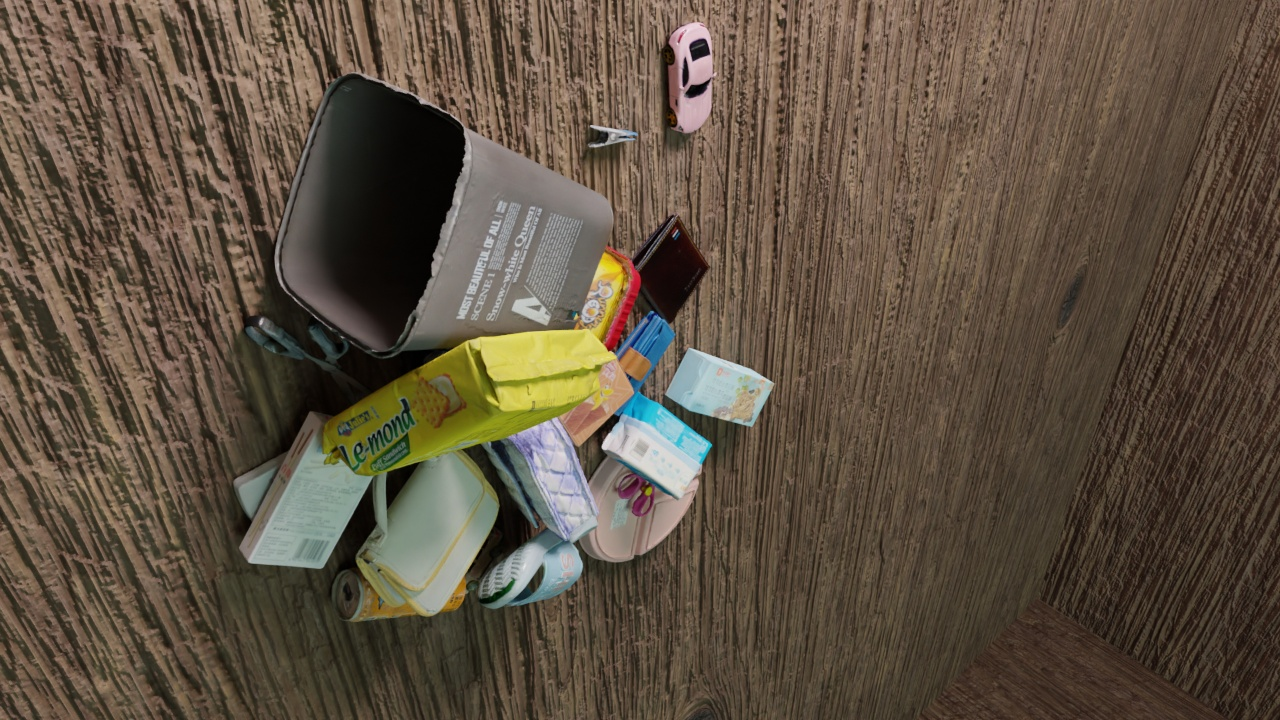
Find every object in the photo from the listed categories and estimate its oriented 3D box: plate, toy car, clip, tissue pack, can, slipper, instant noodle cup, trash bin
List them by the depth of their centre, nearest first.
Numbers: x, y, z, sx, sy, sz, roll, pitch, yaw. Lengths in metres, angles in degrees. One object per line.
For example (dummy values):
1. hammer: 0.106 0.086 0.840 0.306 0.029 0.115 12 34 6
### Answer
1. trash bin: -0.158 -0.111 0.805 0.219 0.199 0.199 6 111 -54
2. instant noodle cup: -0.085 -0.075 0.971 0.123 0.116 0.116 14 105 -38
3. clip: -0.031 -0.238 0.977 0.056 0.024 0.029 -11 120 -37
4. toy car: 0.057 -0.309 1.011 0.056 0.037 0.122 -30 135 -28
5. can: -0.270 0.260 1.038 0.145 0.058 0.058 11 107 -50
6. toy car: -0.202 0.238 1.109 0.035 0.042 0.090 34 88 -40
7. slipper: -0.114 0.249 1.119 0.104 0.074 0.245 -39 174 22
8. tissue pack: 0.022 0.114 1.210 0.140 0.063 0.090 37 76 -23
9. plate: 0.006 0.193 1.308 0.228 0.028 0.230 -26 132 -32

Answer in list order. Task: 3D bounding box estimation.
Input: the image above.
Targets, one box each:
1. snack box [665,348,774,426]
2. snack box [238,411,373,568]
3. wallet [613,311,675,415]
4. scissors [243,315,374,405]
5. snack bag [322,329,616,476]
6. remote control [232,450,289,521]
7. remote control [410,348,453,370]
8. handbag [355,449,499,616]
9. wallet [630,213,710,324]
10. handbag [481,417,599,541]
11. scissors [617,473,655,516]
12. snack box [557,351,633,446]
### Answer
1. snack box: 0.115 0.040 1.298 0.174 0.051 0.074 17 103 -51
2. snack box: -0.314 0.129 0.890 0.084 0.027 0.157 22 99 -51
3. wallet: -0.007 0.007 1.140 0.133 0.040 0.106 -56 166 -2
4. scissors: -0.286 0.002 0.840 0.173 0.160 0.014 23 60 -24
5. snack bag: -0.159 0.042 0.826 0.157 0.247 0.068 -8 77 -55
6. remote control: -0.322 0.106 0.907 0.149 0.021 0.058 -31 135 -28
7. remote control: -0.213 0.024 0.954 0.053 0.024 0.136 -18 114 -38
8. handbag: -0.232 0.161 0.970 0.163 0.063 0.179 -61 143 -36
9. wallet: 0.037 -0.112 1.140 0.096 0.020 0.122 -51 143 -8
10. handbag: -0.125 0.110 1.027 0.075 0.134 0.194 -36 137 -19
11. scissors: 0.015 0.149 1.257 0.105 0.017 0.136 30 88 -45
12. snack box: -0.079 0.026 1.050 0.094 0.093 0.077 -44 139 -15
